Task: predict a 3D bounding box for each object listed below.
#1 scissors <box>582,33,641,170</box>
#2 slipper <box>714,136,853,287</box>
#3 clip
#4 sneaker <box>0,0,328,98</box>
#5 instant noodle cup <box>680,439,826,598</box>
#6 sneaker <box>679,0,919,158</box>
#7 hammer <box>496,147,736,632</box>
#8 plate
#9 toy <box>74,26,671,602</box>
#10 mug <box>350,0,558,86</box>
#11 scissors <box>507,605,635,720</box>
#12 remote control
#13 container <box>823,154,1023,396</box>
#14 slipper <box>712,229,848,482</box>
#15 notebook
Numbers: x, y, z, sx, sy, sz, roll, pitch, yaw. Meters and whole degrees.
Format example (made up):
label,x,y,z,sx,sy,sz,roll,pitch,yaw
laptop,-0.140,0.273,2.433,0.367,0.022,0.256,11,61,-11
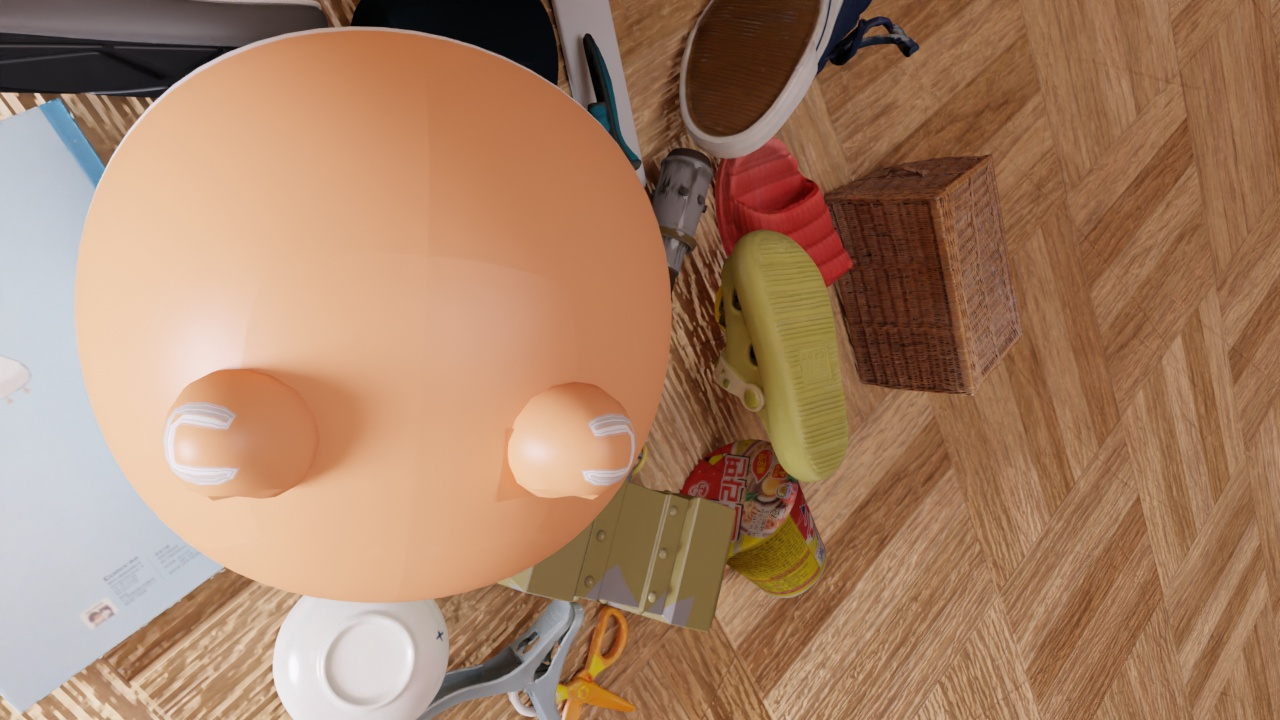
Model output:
label,x,y,z,sx,sy,sz,roll,pitch,yaw
scissors,-0.036,-0.153,0.609,0.119,0.019,0.151,11,78,-16
slipper,0.130,-0.067,0.755,0.103,0.059,0.249,-31,115,-32
clip,-0.088,0.258,0.630,0.168,0.031,0.164,-32,122,-19
sneaker,-0.276,-0.203,0.405,0.256,0.093,0.160,-15,96,-38
instant noodle cup,0.100,0.134,0.738,0.100,0.100,0.112,-57,133,-19
sneaker,0.133,-0.253,0.722,0.294,0.121,0.127,-59,148,-20
hammer,-0.004,0.004,0.639,0.190,0.101,0.324,24,74,-38
plate,-0.164,0.178,0.550,0.104,0.026,0.104,4,81,-24
toy,-0.111,-0.011,0.420,0.262,0.280,0.266,3,108,-19
mug,-0.113,-0.159,0.544,0.094,0.085,0.122,-17,135,-36
scissors,-0.048,0.242,0.679,0.131,0.011,0.125,18,86,-37
remote control,-0.028,-0.188,0.646,0.045,0.008,0.147,-24,110,-34
container,0.255,-0.078,0.818,0.112,0.114,0.198,-35,117,-36
slipper,0.100,-0.001,0.693,0.091,0.082,0.190,-15,92,-42
notebook,-0.298,0.024,0.456,0.180,0.009,0.253,-38,117,-29
